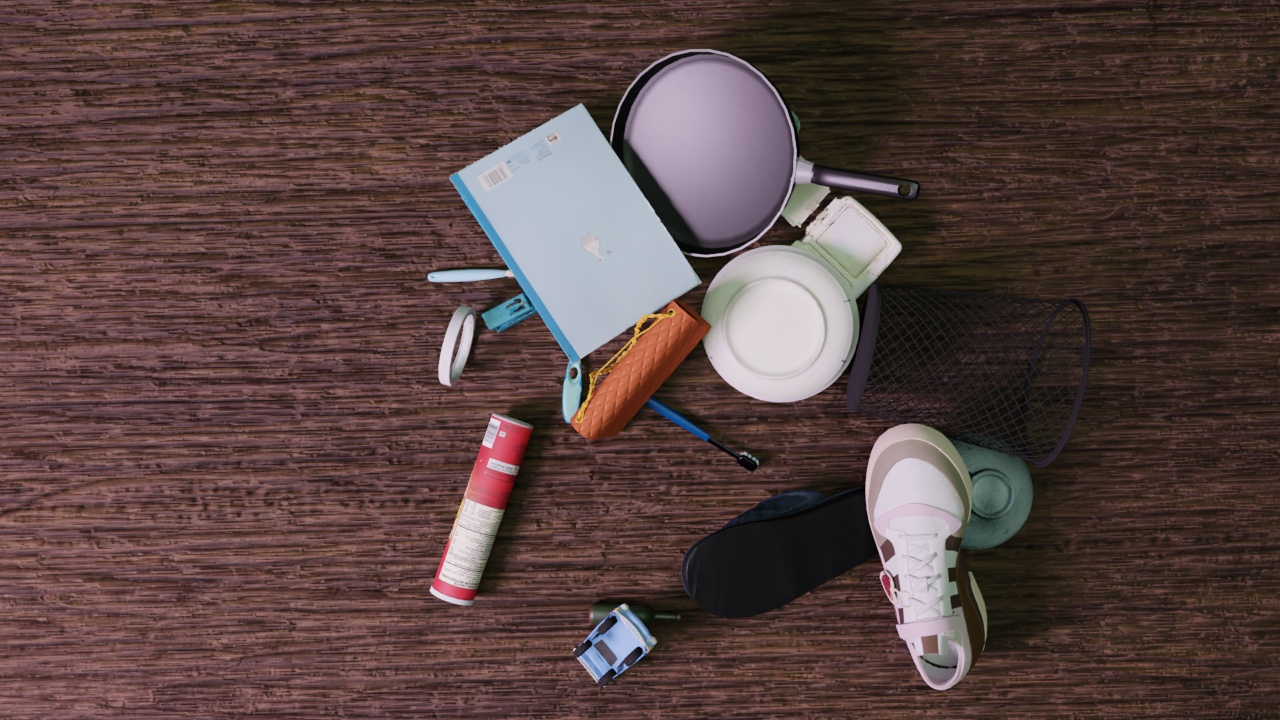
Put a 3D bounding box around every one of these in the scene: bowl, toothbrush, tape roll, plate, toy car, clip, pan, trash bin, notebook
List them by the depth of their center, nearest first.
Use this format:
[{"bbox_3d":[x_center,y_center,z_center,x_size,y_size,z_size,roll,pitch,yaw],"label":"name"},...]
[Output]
[{"bbox_3d":[0.128,-0.214,1.001,0.357,0.034,0.226,15,114,24],"label":"pan"},{"bbox_3d":[0.345,0.005,1.002,0.210,0.184,0.184,11,87,7],"label":"trash bin"},{"bbox_3d":[-0.027,0.312,1.010,0.054,0.154,0.056,-33,76,-38],"label":"toy car"},{"bbox_3d":[-0.073,-0.147,1.037,0.181,0.009,0.253,-32,87,-14],"label":"notebook"},{"bbox_3d":[0.153,-0.038,1.039,0.182,0.034,0.182,4,102,17],"label":"plate"},{"bbox_3d":[0.390,0.151,1.046,0.137,0.057,0.137,0,87,1],"label":"bowl"},{"bbox_3d":[-0.208,-0.017,1.046,0.013,0.093,0.093,14,87,1],"label":"tape roll"},{"bbox_3d":[-0.120,-0.073,1.047,0.130,0.120,0.030,-26,87,-14],"label":"clip"},{"bbox_3d":[0.065,0.081,1.075,0.168,0.014,0.014,32,121,5],"label":"toothbrush"},{"bbox_3d":[-0.078,0.007,1.081,0.022,0.017,0.135,6,87,-2],"label":"toothbrush"},{"bbox_3d":[-0.175,-0.103,1.089,0.155,0.016,0.022,-3,94,1],"label":"toothbrush"}]

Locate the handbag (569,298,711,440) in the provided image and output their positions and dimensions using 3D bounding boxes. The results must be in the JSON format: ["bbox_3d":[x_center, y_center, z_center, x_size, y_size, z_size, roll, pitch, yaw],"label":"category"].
[{"bbox_3d":[-0.006,0.006,1.018,0.060,0.108,0.172,42,99,8],"label":"handbag"}]

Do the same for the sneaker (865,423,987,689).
[{"bbox_3d":[0.299,0.217,0.974,0.112,0.116,0.294,-6,107,23],"label":"sneaker"}]

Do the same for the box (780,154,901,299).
[{"bbox_3d":[0.189,-0.138,1.053,0.184,0.044,0.143,41,97,-3],"label":"box"}]

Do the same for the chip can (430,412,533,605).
[{"bbox_3d":[-0.182,0.169,1.057,0.052,0.052,0.214,19,87,2],"label":"chip can"}]

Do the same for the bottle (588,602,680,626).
[{"bbox_3d":[-0.007,0.294,1.061,0.106,0.025,0.025,2,87,1],"label":"bottle"}]

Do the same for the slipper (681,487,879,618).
[{"bbox_3d":[0.157,0.206,1.039,0.265,0.083,0.109,-16,104,-22],"label":"slipper"}]

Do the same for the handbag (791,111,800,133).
[{"bbox_3d":[0.115,-0.266,1.068,0.122,0.067,0.106,40,90,3],"label":"handbag"}]
